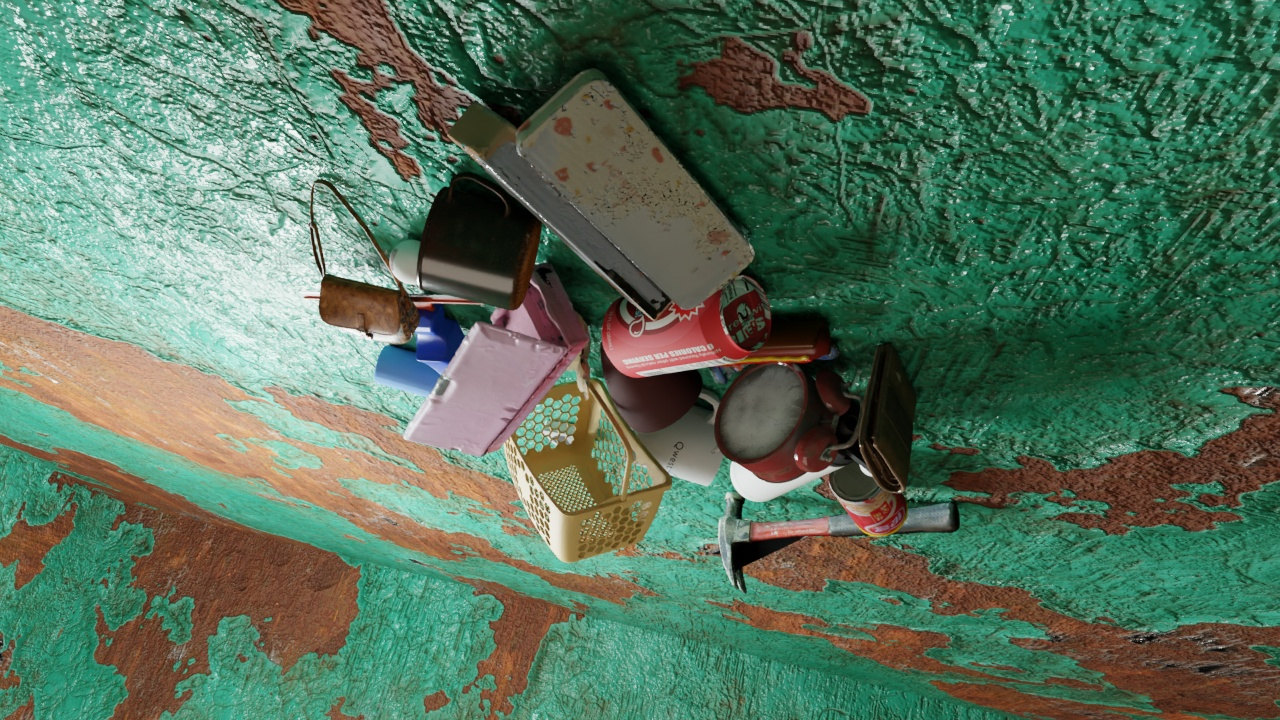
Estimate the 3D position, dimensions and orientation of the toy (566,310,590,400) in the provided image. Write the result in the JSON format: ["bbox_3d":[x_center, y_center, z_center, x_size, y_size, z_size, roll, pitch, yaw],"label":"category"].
[{"bbox_3d":[-0.074,-0.016,0.896,0.112,0.050,0.087,43,155,9],"label":"toy"}]

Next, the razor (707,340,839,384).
[{"bbox_3d":[0.122,-0.004,0.855,0.141,0.018,0.044,-7,123,37],"label":"razor"}]

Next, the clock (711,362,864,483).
[{"bbox_3d":[0.145,0.059,0.860,0.062,0.109,0.157,33,157,-35],"label":"clock"}]

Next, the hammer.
[{"bbox_3d":[0.248,0.225,1.194,0.327,0.140,0.036,-12,146,33],"label":"hammer"}]

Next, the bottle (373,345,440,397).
[{"bbox_3d":[-0.248,0.021,1.097,0.131,0.048,0.048,16,157,-3],"label":"bottle"}]

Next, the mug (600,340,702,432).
[{"bbox_3d":[-0.005,0.005,0.897,0.088,0.087,0.114,53,168,-29],"label":"mug"}]

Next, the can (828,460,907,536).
[{"bbox_3d":[0.265,0.154,1.064,0.067,0.066,0.124,1,153,29],"label":"can"}]

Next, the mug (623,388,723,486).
[{"bbox_3d":[0.045,0.074,1.016,0.096,0.082,0.120,18,129,-6],"label":"mug"}]

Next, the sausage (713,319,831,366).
[{"bbox_3d":[0.095,-0.015,0.820,0.156,0.040,0.040,-2,152,34],"label":"sausage"}]

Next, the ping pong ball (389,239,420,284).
[{"bbox_3d":[-0.207,-0.089,0.832,0.040,0.040,0.040,13,157,5],"label":"ping pong ball"}]

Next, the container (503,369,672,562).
[{"bbox_3d":[-0.064,0.093,0.956,0.129,0.183,0.167,-11,131,-26],"label":"container"}]

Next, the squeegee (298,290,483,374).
[{"bbox_3d":[-0.212,-0.015,0.981,0.250,0.055,0.185,3,139,20],"label":"squeegee"}]

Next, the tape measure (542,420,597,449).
[{"bbox_3d":[-0.092,0.102,1.224,0.064,0.016,0.065,8,156,18],"label":"tape measure"}]

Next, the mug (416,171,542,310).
[{"bbox_3d":[-0.124,-0.097,0.724,0.081,0.084,0.111,14,134,-3],"label":"mug"}]

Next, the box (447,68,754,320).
[{"bbox_3d":[-0.021,-0.119,0.659,0.115,0.095,0.217,36,177,44],"label":"box"}]

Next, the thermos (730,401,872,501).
[{"bbox_3d":[0.185,0.112,1.001,0.101,0.068,0.230,43,153,-1],"label":"thermos"}]

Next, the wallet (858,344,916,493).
[{"bbox_3d":[0.224,0.054,0.823,0.027,0.098,0.121,3,154,30],"label":"wallet"}]

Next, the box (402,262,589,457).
[{"bbox_3d":[-0.150,0.013,0.854,0.106,0.099,0.233,-13,160,-37],"label":"box"}]

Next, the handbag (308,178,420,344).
[{"bbox_3d":[-0.266,-0.085,0.846,0.093,0.043,0.196,13,144,10],"label":"handbag"}]

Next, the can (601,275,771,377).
[{"bbox_3d":[0.035,-0.029,0.779,0.143,0.074,0.074,-10,147,45],"label":"can"}]
